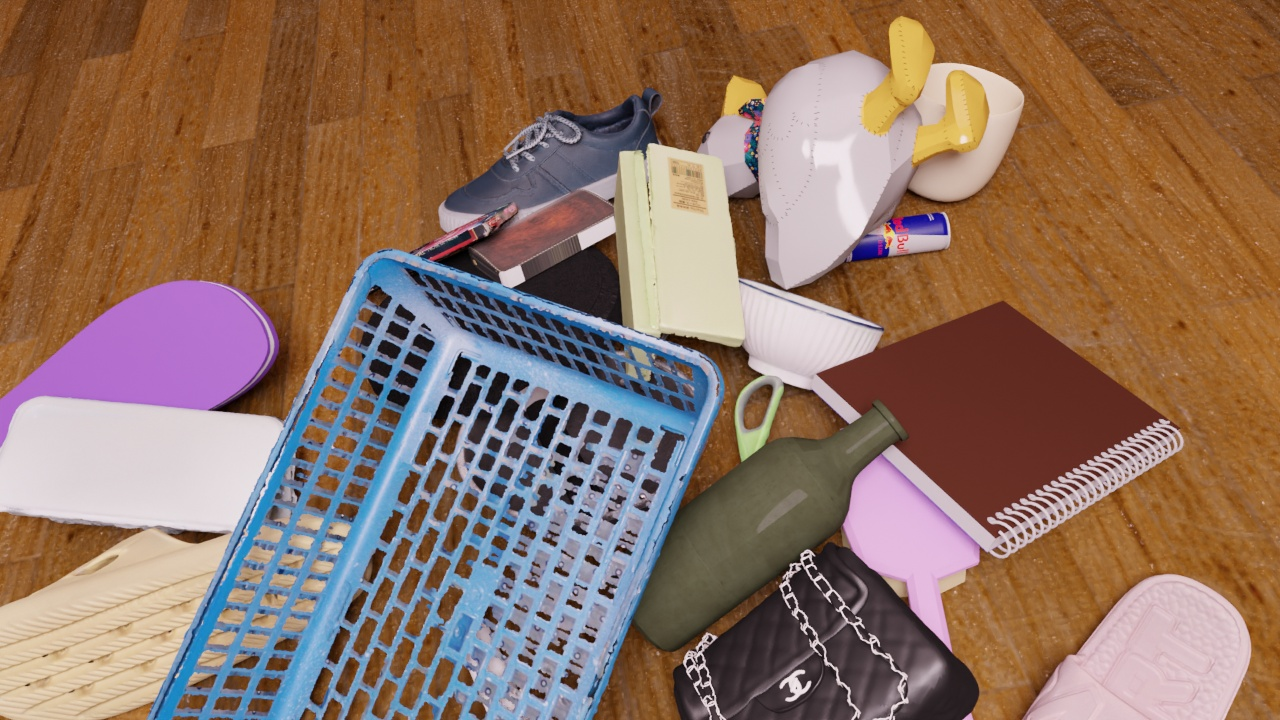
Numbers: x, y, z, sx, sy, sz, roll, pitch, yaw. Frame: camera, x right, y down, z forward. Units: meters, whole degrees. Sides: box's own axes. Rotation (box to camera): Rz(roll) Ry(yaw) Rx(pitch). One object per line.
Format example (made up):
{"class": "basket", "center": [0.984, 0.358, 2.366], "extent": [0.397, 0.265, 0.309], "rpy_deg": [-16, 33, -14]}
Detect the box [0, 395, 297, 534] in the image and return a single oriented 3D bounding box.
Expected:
{"class": "box", "center": [-0.367, 0.077, 0.677], "extent": [0.215, 0.122, 0.083], "rpy_deg": [0, 7, 5]}

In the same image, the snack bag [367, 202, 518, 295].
{"class": "snack bag", "center": [-0.182, -0.096, 0.809], "extent": [0.155, 0.018, 0.074], "rpy_deg": [-21, 17, 22]}

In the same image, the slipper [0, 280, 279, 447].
{"class": "slipper", "center": [-0.413, 0.022, 0.760], "extent": [0.266, 0.084, 0.107], "rpy_deg": [-31, 91, 5]}

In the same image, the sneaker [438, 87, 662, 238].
{"class": "sneaker", "center": [-0.084, -0.187, 0.863], "extent": [0.235, 0.087, 0.089], "rpy_deg": [-24, 36, -12]}

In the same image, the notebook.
{"class": "notebook", "center": [0.254, 0.036, 0.645], "extent": [0.208, 0.022, 0.171], "rpy_deg": [-19, 48, -30]}

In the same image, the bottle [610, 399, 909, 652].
{"class": "bottle", "center": [0.078, 0.100, 0.588], "extent": [0.207, 0.071, 0.071], "rpy_deg": [-38, 53, 7]}

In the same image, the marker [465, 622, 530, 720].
{"class": "marker", "center": [-0.086, 0.228, 0.587], "extent": [0.027, 0.023, 0.133], "rpy_deg": [-39, 54, 5]}

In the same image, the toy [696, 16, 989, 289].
{"class": "toy", "center": [0.142, -0.171, 0.767], "extent": [0.268, 0.140, 0.246], "rpy_deg": [-18, 55, 48]}

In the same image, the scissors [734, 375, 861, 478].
{"class": "scissors", "center": [0.083, 0.088, 0.642], "extent": [0.160, 0.025, 0.171], "rpy_deg": [8, 70, 26]}

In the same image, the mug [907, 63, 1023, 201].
{"class": "mug", "center": [0.265, -0.201, 0.816], "extent": [0.120, 0.100, 0.096], "rpy_deg": [36, 51, 28]}

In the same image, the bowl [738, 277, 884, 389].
{"class": "bowl", "center": [0.120, -0.016, 0.707], "extent": [0.118, 0.118, 0.062], "rpy_deg": [23, 100, 25]}

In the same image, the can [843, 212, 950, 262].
{"class": "can", "center": [0.217, -0.107, 0.795], "extent": [0.095, 0.032, 0.032], "rpy_deg": [-7, 51, 4]}

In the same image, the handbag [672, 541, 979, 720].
{"class": "handbag", "center": [0.087, 0.179, 0.519], "extent": [0.154, 0.114, 0.125], "rpy_deg": [-44, 44, 9]}

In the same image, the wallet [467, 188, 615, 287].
{"class": "wallet", "center": [-0.082, -0.109, 0.796], "extent": [0.122, 0.019, 0.072], "rpy_deg": [-32, 40, -22]}

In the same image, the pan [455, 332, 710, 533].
{"class": "pan", "center": [-0.004, 0.004, 0.733], "extent": [0.187, 0.055, 0.355], "rpy_deg": [12, 42, 25]}

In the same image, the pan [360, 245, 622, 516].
{"class": "pan", "center": [-0.098, -0.003, 0.713], "extent": [0.225, 0.034, 0.356], "rpy_deg": [-23, 38, -11]}

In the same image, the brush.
{"class": "brush", "center": [0.180, 0.139, 0.601], "extent": [0.089, 0.043, 0.228], "rpy_deg": [-4, 52, 6]}

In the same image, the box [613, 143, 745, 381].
{"class": "box", "center": [0.017, -0.075, 0.716], "extent": [0.091, 0.084, 0.187], "rpy_deg": [12, 53, -19]}

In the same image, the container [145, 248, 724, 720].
{"class": "container", "center": [-0.117, 0.138, 0.547], "extent": [0.257, 0.089, 0.362], "rpy_deg": [20, 82, 24]}

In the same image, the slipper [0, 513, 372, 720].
{"class": "slipper", "center": [-0.317, 0.164, 0.635], "extent": [0.261, 0.111, 0.079], "rpy_deg": [-19, 30, -11]}

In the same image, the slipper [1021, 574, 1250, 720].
{"class": "slipper", "center": [0.274, 0.209, 0.519], "extent": [0.094, 0.064, 0.238], "rpy_deg": [32, 62, 29]}
